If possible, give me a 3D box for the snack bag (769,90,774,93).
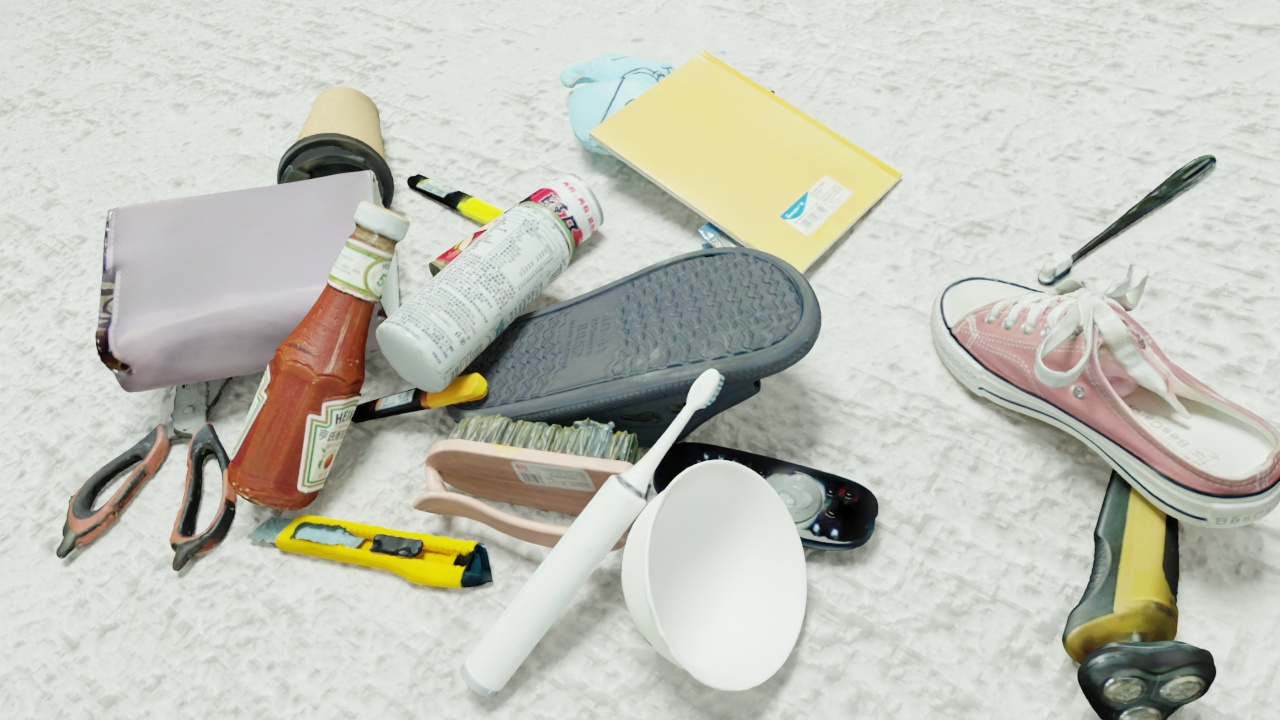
[{"bbox_3d":[0.080,-0.196,0.774,0.045,0.026,0.105,8,52,21],"label":"snack bag"}]

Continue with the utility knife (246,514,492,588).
[{"bbox_3d":[-0.175,0.119,0.585,0.178,0.015,0.033,5,51,16],"label":"utility knife"}]

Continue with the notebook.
[{"bbox_3d":[0.082,-0.161,0.723,0.206,0.010,0.145,38,63,19],"label":"notebook"}]

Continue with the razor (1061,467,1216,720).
[{"bbox_3d":[0.265,0.110,0.481,0.068,0.062,0.167,-11,37,42],"label":"razor"}]

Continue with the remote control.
[{"bbox_3d":[0.074,0.084,0.557,0.136,0.024,0.053,13,54,19],"label":"remote control"}]

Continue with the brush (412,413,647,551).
[{"bbox_3d":[-0.069,0.075,0.568,0.146,0.063,0.072,6,54,17],"label":"brush"}]

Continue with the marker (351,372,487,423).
[{"bbox_3d":[-0.154,0.028,0.629,0.124,0.015,0.018,-13,49,30],"label":"marker"}]

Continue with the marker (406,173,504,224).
[{"bbox_3d":[-0.158,-0.137,0.785,0.124,0.015,0.018,27,61,32],"label":"marker"}]

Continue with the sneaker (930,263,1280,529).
[{"bbox_3d":[0.255,-0.006,0.526,0.118,0.088,0.241,-24,35,-9],"label":"sneaker"}]

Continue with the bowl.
[{"bbox_3d":[0.029,0.118,0.504,0.065,0.118,0.118,-21,36,48],"label":"bowl"}]

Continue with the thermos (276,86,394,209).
[{"bbox_3d":[-0.260,-0.177,0.793,0.093,0.093,0.143,-14,44,0],"label":"thermos"}]

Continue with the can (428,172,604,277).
[{"bbox_3d":[-0.094,-0.090,0.708,0.132,0.053,0.053,-38,55,-18],"label":"can"}]

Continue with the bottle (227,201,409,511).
[{"bbox_3d":[-0.205,-0.004,0.600,0.060,0.059,0.206,26,94,28],"label":"bottle"}]

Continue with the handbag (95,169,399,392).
[{"bbox_3d":[-0.282,-0.055,0.682,0.197,0.099,0.144,-11,47,-6],"label":"handbag"}]

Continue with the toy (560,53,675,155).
[{"bbox_3d":[-0.013,-0.221,0.797,0.161,0.050,0.155,22,51,21],"label":"toy"}]

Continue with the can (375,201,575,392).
[{"bbox_3d":[-0.109,-0.045,0.623,0.058,0.058,0.146,23,55,26],"label":"can"}]

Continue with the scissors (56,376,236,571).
[{"bbox_3d":[-0.335,0.058,0.666,0.189,0.015,0.224,28,62,28],"label":"scissors"}]

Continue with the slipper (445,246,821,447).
[{"bbox_3d":[-0.004,0.004,0.609,0.269,0.083,0.110,-13,48,25],"label":"slipper"}]

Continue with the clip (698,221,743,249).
[{"bbox_3d":[0.069,-0.080,0.692,0.027,0.044,0.058,-29,57,-13],"label":"clip"}]

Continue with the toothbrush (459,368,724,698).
[{"bbox_3d":[-0.024,0.094,0.510,0.027,0.026,0.221,39,93,26],"label":"toothbrush"}]

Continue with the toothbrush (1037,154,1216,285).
[{"bbox_3d":[0.350,-0.105,0.655,0.180,0.018,0.015,-32,50,-16],"label":"toothbrush"}]
